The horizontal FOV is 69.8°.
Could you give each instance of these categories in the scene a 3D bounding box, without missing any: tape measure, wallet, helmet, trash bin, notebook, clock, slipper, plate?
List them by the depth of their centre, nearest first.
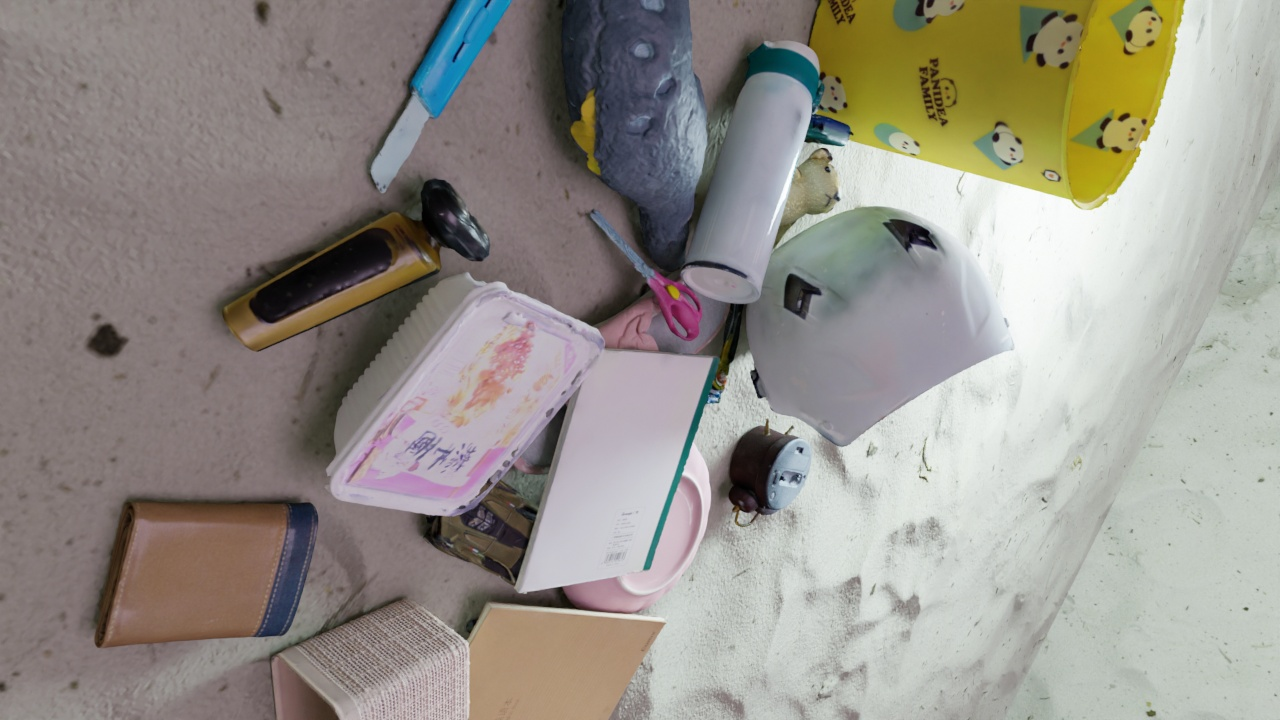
[{"bbox_3d":[-0.261,0.129,0.560,0.115,0.033,0.090,11,97,-49],"label":"wallet"},{"bbox_3d":[-0.015,0.090,0.753,0.150,0.012,0.209,3,110,-45],"label":"notebook"},{"bbox_3d":[-0.005,0.004,0.769,0.273,0.054,0.114,-37,132,-33],"label":"slipper"},{"bbox_3d":[-0.084,0.284,0.815,0.211,0.012,0.149,20,102,-43],"label":"notebook"},{"bbox_3d":[0.309,-0.273,0.827,0.229,0.255,0.230,-23,124,-40],"label":"trash bin"},{"bbox_3d":[0.191,-0.057,0.833,0.229,0.258,0.146,-27,114,2],"label":"helmet"},{"bbox_3d":[0.159,-0.212,0.846,0.058,0.054,0.025,3,103,-47],"label":"tape measure"},{"bbox_3d":[0.006,0.155,0.855,0.191,0.039,0.193,-18,117,-42],"label":"plate"},{"bbox_3d":[0.135,0.125,0.985,0.082,0.055,0.122,16,97,-51],"label":"clock"}]

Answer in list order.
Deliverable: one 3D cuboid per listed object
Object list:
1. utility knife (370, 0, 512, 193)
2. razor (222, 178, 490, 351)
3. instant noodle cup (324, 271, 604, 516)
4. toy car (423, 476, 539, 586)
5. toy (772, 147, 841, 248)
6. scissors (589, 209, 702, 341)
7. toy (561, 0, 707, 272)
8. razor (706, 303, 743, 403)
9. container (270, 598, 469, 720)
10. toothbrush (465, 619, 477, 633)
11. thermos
[{"bbox_3d":[-0.116,-0.195,0.576,0.034,0.018,0.202,35,83,-51],"label":"utility knife"},{"bbox_3d":[-0.169,-0.057,0.554,0.167,0.068,0.062,-33,87,-26],"label":"razor"},{"bbox_3d":[-0.121,0.018,0.607,0.173,0.060,0.138,-48,147,11],"label":"instant noodle cup"},{"bbox_3d":[-0.110,0.135,0.728,0.070,0.042,0.158,-58,143,-10],"label":"toy car"},{"bbox_3d":[0.119,-0.139,0.830,0.157,0.066,0.105,-28,129,-24],"label":"toy"},{"bbox_3d":[0.004,-0.068,0.730,0.135,0.017,0.064,44,37,-23],"label":"scissors"},{"bbox_3d":[-0.001,-0.202,0.656,0.137,0.091,0.357,-65,153,-50],"label":"toy"},{"bbox_3d":[0.085,-0.023,0.884,0.042,0.022,0.143,0,107,-51],"label":"razor"},{"bbox_3d":[-0.187,0.236,0.654,0.110,0.090,0.090,-20,122,-45],"label":"container"},{"bbox_3d":[-0.084,0.249,0.817,0.181,0.018,0.015,28,89,-43],"label":"toothbrush"},{"bbox_3d":[0.098,-0.161,0.762,0.073,0.073,0.224,37,65,-50],"label":"thermos"}]
